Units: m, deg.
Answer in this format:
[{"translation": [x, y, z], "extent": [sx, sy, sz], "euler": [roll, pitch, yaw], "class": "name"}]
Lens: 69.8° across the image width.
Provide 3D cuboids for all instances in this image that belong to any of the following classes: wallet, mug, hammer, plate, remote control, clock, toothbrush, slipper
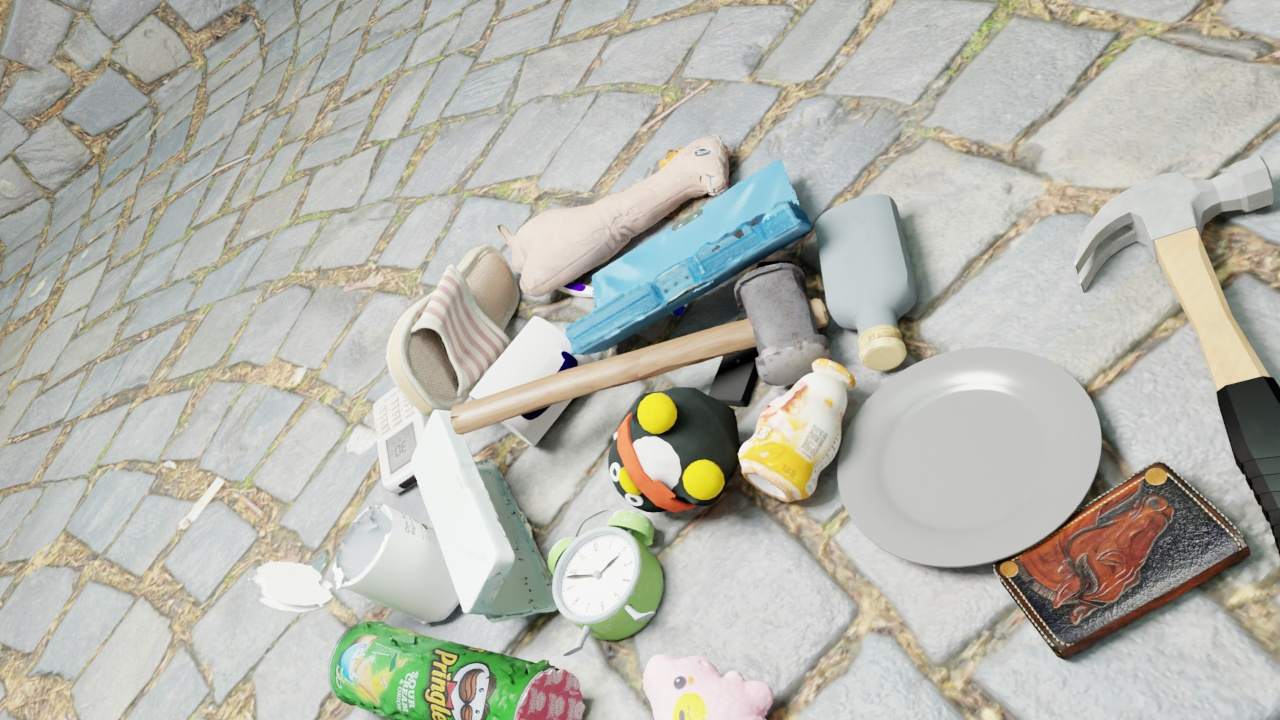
[{"translation": [0.285, 0.120, 0.552], "extent": [0.123, 0.019, 0.072], "euler": [-35, 39, 8], "class": "wallet"}, {"translation": [-0.095, 0.021, 0.856], "extent": [0.096, 0.078, 0.112], "euler": [-52, 20, -11], "class": "mug"}, {"translation": [-0.004, 0.005, 0.774], "extent": [0.328, 0.052, 0.098], "euler": [-16, 54, 6], "class": "hammer"}, {"translation": [0.370, 0.007, 0.571], "extent": [0.131, 0.039, 0.327], "euler": [-19, 48, 25], "class": "hammer"}, {"translation": [0.224, 0.065, 0.640], "extent": [0.179, 0.012, 0.178], "euler": [-23, 42, 22], "class": "plate"}, {"translation": [-0.249, 0.077, 0.971], "extent": [0.060, 0.025, 0.138], "euler": [-34, 43, 8], "class": "remote control"}, {"translation": [0.100, -0.027, 0.811], "extent": [0.034, 0.013, 0.149], "euler": [2, 58, 37], "class": "remote control"}, {"translation": [-0.027, 0.169, 0.722], "extent": [0.094, 0.042, 0.119], "euler": [-27, 45, 14], "class": "clock"}, {"translation": [-0.025, -0.065, 0.933], "extent": [0.187, 0.015, 0.016], "euler": [12, 64, 42], "class": "toothbrush"}, {"translation": [-0.171, -0.044, 0.917], "extent": [0.052, 0.115, 0.262], "euler": [-18, 25, 22], "class": "slipper"}]

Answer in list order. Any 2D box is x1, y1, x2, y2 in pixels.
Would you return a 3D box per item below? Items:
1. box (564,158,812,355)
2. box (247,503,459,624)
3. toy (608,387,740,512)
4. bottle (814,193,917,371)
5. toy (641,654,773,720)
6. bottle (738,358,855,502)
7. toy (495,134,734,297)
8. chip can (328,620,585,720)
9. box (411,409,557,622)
[{"translation": [0.047, -0.087, 0.847], "extent": [0.232, 0.066, 0.172], "euler": [-29, 19, 20], "class": "box"}, {"translation": [-0.233, 0.180, 0.781], "extent": [0.118, 0.160, 0.084], "euler": [-48, 35, 3], "class": "box"}, {"translation": [0.020, 0.077, 0.728], "extent": [0.119, 0.097, 0.099], "euler": [-40, -8, 37], "class": "toy"}, {"translation": [0.188, -0.064, 0.753], "extent": [0.072, 0.046, 0.161], "euler": [-19, 47, 23], "class": "bottle"}, {"translation": [0.043, 0.242, 0.606], "extent": [0.093, 0.050, 0.102], "euler": [-14, 52, 20], "class": "toy"}, {"translation": [0.122, 0.051, 0.695], "extent": [0.063, 0.063, 0.108], "euler": [18, 67, 43], "class": "bottle"}, {"translation": [-0.032, -0.171, 0.991], "extent": [0.264, 0.065, 0.196], "euler": [-37, 43, 1], "class": "toy"}, {"translation": [-0.151, 0.256, 0.719], "extent": [0.224, 0.075, 0.075], "euler": [0, 56, 37], "class": "chip can"}, {"translation": [-0.130, 0.137, 0.795], "extent": [0.086, 0.096, 0.198], "euler": [-59, 37, 20], "class": "box"}]
